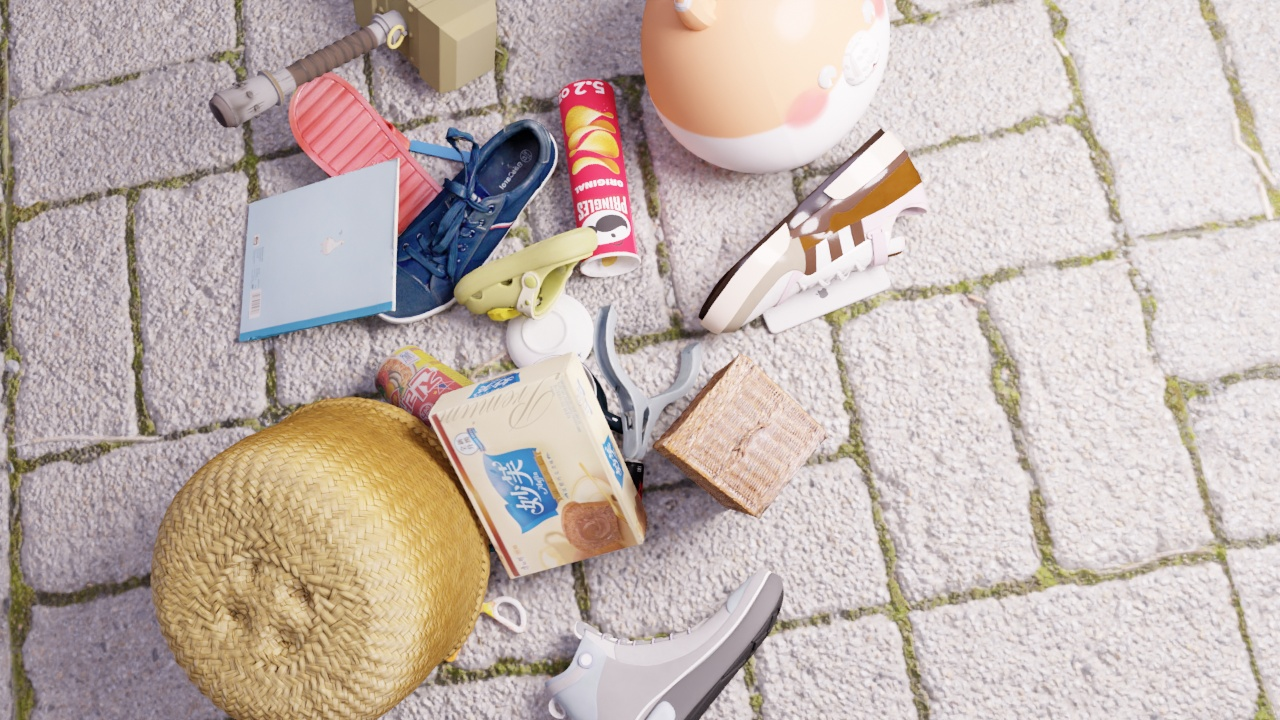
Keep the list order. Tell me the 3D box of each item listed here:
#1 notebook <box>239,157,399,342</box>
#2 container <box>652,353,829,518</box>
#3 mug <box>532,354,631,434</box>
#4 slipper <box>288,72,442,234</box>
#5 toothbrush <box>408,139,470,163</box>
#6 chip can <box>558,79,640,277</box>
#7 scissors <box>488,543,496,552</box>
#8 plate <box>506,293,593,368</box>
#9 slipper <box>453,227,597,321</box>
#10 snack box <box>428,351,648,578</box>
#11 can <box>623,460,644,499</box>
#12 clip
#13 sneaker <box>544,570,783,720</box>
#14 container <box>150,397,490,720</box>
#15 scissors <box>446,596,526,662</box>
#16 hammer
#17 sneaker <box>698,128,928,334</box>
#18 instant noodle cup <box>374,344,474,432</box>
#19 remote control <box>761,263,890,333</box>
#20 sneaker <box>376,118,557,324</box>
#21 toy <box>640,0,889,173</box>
[{"bbox_3d":[-0.379,-0.124,1.072,0.254,0.009,0.181,-8,76,29],"label":"notebook"},{"bbox_3d":[0.093,0.079,0.925,0.113,0.198,0.113,41,84,1],"label":"container"},{"bbox_3d":[-0.066,0.052,1.002,0.122,0.094,0.085,22,82,11],"label":"mug"},{"bbox_3d":[-0.325,-0.239,1.115,0.103,0.059,0.249,-42,92,-3],"label":"slipper"},{"bbox_3d":[-0.212,-0.248,1.128,0.167,0.014,0.016,15,81,14],"label":"toothbrush"},{"bbox_3d":[-0.050,-0.213,1.069,0.069,0.069,0.220,-10,77,5],"label":"chip can"},{"bbox_3d":[-0.121,0.171,1.022,0.151,0.019,0.119,-44,73,-8],"label":"scissors"},{"bbox_3d":[-0.107,-0.032,1.060,0.104,0.026,0.104,-1,78,7],"label":"plate"},{"bbox_3d":[-0.119,-0.088,1.027,0.191,0.091,0.081,-20,100,32],"label":"slipper"},{"bbox_3d":[-0.100,0.112,0.936,0.153,0.055,0.207,-18,110,13],"label":"snack box"},{"bbox_3d":[-0.014,0.151,1.006,0.031,0.031,0.080,3,78,7],"label":"can"},{"bbox_3d":[-0.010,0.002,0.975,0.164,0.031,0.168,48,53,-22],"label":"clip"},{"bbox_3d":[0.021,0.291,0.951,0.160,0.093,0.256,37,83,21],"label":"sneaker"},{"bbox_3d":[-0.317,0.203,0.910,0.307,0.196,0.307,1,98,11],"label":"container"},{"bbox_3d":[-0.182,0.273,1.011,0.131,0.011,0.125,14,82,8],"label":"scissors"},{"bbox_3d":[-0.343,-0.355,1.053,0.190,0.101,0.324,42,60,13],"label":"hammer"},{"bbox_3d":[0.197,-0.113,1.008,0.293,0.112,0.116,-43,91,-5],"label":"sneaker"},{"bbox_3d":[-0.238,0.041,1.029,0.112,0.100,0.100,37,84,20],"label":"instant noodle cup"},{"bbox_3d":[0.208,-0.076,1.040,0.146,0.008,0.045,-22,77,2],"label":"remote control"},{"bbox_3d":[-0.207,-0.162,1.036,0.120,0.127,0.294,42,89,-6],"label":"sneaker"},{"bbox_3d":[0.129,-0.342,0.971,0.266,0.280,0.262,28,82,32],"label":"toy"}]
